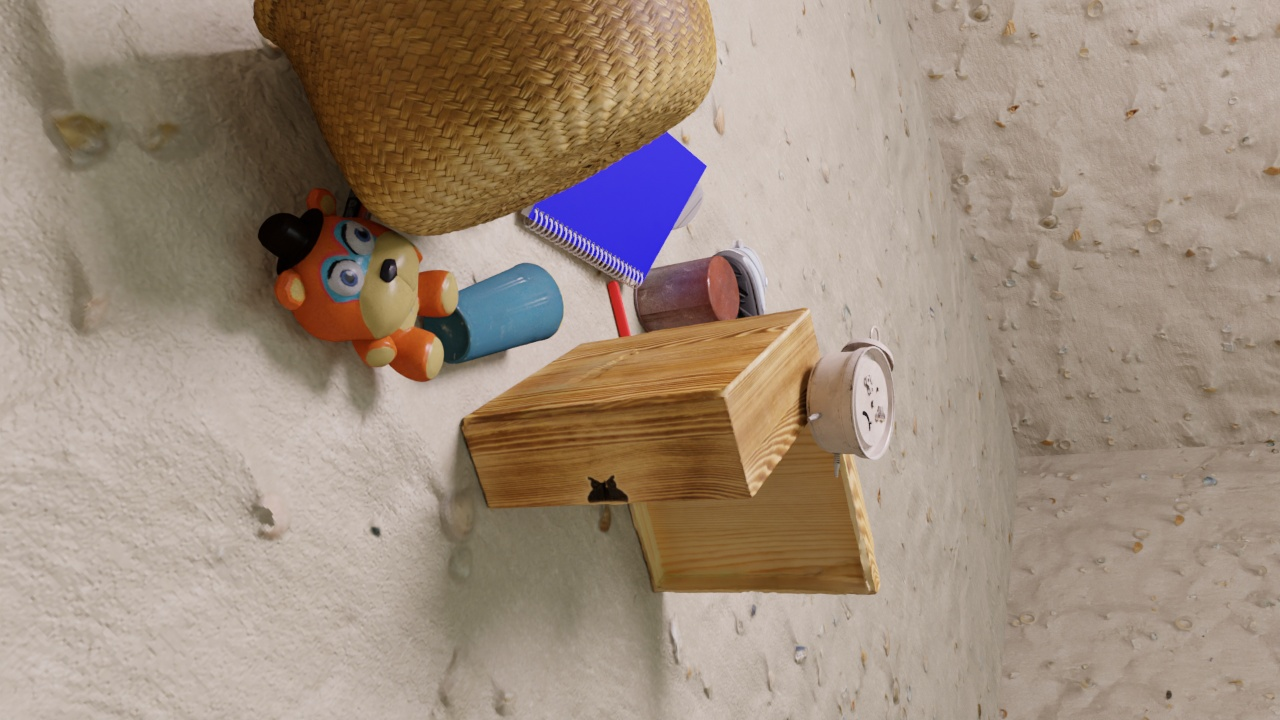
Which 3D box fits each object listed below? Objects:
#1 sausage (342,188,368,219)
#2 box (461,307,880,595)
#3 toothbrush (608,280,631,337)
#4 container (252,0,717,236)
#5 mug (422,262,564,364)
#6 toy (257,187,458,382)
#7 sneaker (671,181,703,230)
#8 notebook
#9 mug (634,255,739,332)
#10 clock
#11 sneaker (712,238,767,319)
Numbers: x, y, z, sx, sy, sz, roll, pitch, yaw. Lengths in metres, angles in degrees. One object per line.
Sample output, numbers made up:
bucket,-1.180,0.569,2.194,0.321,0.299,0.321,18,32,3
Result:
sausage,-0.227,-0.162,0.771,0.020,0.020,0.155,41,50,-48
box,0.056,0.140,0.927,0.285,0.280,0.336,-40,116,-55
toothbrush,-0.007,0.006,1.108,0.017,0.012,0.212,-39,117,-68
container,-0.102,-0.223,0.678,0.306,0.308,0.196,-33,101,-57
mug,-0.137,-0.040,0.845,0.121,0.078,0.078,-27,107,-52
toy,-0.215,-0.056,0.706,0.176,0.096,0.112,29,60,-40
sneaker,-0.012,-0.246,1.085,0.099,0.089,0.236,-51,142,-7
notebook,-0.025,-0.188,1.022,0.209,0.022,0.171,25,95,-52
mug,0.067,-0.080,1.161,0.122,0.110,0.096,-10,97,-59
clock,0.201,0.025,0.871,0.103,0.061,0.156,59,45,-34
sneaker,0.158,-0.043,1.334,0.160,0.093,0.257,-42,121,-64
